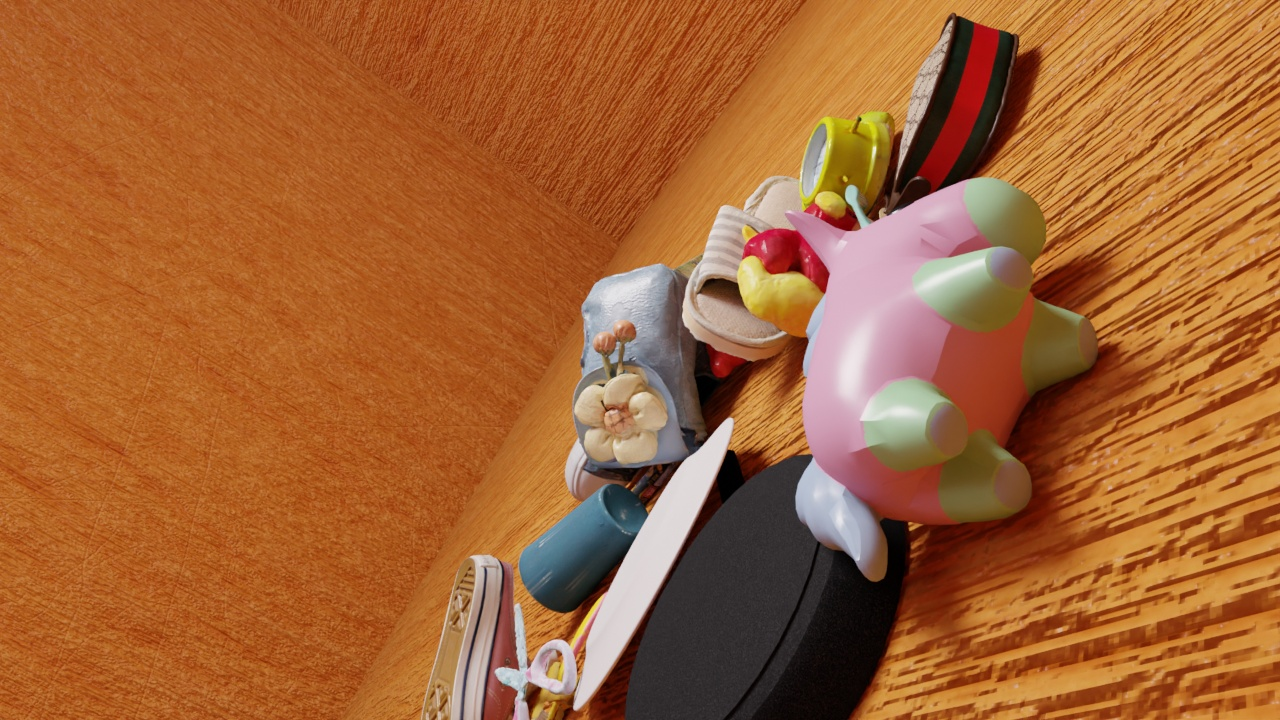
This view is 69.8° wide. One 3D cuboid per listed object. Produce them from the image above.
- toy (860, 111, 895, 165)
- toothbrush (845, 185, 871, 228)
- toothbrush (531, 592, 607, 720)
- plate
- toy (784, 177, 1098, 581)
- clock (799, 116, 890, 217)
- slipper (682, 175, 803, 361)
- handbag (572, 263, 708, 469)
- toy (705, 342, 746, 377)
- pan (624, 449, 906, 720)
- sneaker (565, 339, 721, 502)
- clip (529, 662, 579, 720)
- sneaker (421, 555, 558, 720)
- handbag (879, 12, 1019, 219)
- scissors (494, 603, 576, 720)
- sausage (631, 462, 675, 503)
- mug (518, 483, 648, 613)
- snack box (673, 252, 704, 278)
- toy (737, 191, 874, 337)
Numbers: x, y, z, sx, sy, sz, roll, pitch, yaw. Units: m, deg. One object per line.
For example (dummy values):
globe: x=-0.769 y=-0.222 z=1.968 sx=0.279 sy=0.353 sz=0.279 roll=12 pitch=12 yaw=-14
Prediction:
toy: x=0.207 y=-0.188 z=0.859 sx=0.092 sy=0.043 sz=0.117 roll=-56 pitch=11 yaw=28
toothbrush: x=0.173 y=-0.088 z=0.682 sx=0.022 sy=0.017 sz=0.135 roll=-44 pitch=33 yaw=33
toothbrush: x=-0.060 y=0.257 z=0.788 sx=0.135 sy=0.016 sz=0.021 roll=-62 pitch=6 yaw=-31
plate: x=0.004 y=0.146 z=0.691 sx=0.242 sy=0.016 sz=0.242 roll=-61 pitch=-1 yaw=-3
toy: x=0.123 y=0.001 z=0.443 sx=0.221 sy=0.120 sz=0.171 roll=-58 pitch=18 yaw=-18
clock: x=0.170 y=-0.162 z=0.786 sx=0.119 sy=0.057 sz=0.083 roll=159 pitch=120 yaw=-82
slipper: x=0.116 y=-0.097 z=0.809 sx=0.271 sy=0.114 sz=0.054 roll=-55 pitch=-8 yaw=-47
handbag: x=-0.005 y=0.005 z=0.845 sx=0.122 sy=0.118 sz=0.191 roll=-7 pitch=76 yaw=29
toy: x=0.104 y=-0.029 z=0.858 sx=0.133 sy=0.094 sz=0.088 roll=87 pitch=178 yaw=-65
pan: x=0.057 y=0.119 z=0.564 sx=0.204 sy=0.044 sz=0.355 roll=-55 pitch=10 yaw=13
sneaker: x=0.010 y=0.073 z=0.946 sx=0.236 sy=0.087 sz=0.079 roll=-53 pitch=38 yaw=21
clip: x=-0.060 y=0.272 z=0.741 sx=0.054 sy=0.048 sz=0.045 roll=-64 pitch=-34 yaw=-45
sneaker: x=-0.141 y=0.305 z=0.848 sx=0.118 sy=0.087 sz=0.240 roll=-20 pitch=57 yaw=56
handbag: x=0.226 y=-0.175 z=0.699 sx=0.139 sy=0.063 sz=0.166 roll=104 pitch=-172 yaw=-59
scissors: x=-0.085 y=0.256 z=0.724 sx=0.169 sy=0.014 sz=0.170 roll=-58 pitch=27 yaw=35
sausage: x=-0.008 y=0.142 z=0.915 sx=0.156 sy=0.020 sz=0.020 roll=-52 pitch=10 yaw=29
mug: x=-0.050 y=0.174 z=0.868 sx=0.122 sy=0.078 sz=0.078 roll=-46 pitch=12 yaw=28
snack box: x=0.054 y=-0.055 z=0.999 sx=0.144 sy=0.042 sz=0.145 roll=-33 pitch=-21 yaw=-48
toy: x=0.126 y=-0.078 z=0.725 sx=0.137 sy=0.105 sz=0.067 roll=-52 pitch=-7 yaw=-30
